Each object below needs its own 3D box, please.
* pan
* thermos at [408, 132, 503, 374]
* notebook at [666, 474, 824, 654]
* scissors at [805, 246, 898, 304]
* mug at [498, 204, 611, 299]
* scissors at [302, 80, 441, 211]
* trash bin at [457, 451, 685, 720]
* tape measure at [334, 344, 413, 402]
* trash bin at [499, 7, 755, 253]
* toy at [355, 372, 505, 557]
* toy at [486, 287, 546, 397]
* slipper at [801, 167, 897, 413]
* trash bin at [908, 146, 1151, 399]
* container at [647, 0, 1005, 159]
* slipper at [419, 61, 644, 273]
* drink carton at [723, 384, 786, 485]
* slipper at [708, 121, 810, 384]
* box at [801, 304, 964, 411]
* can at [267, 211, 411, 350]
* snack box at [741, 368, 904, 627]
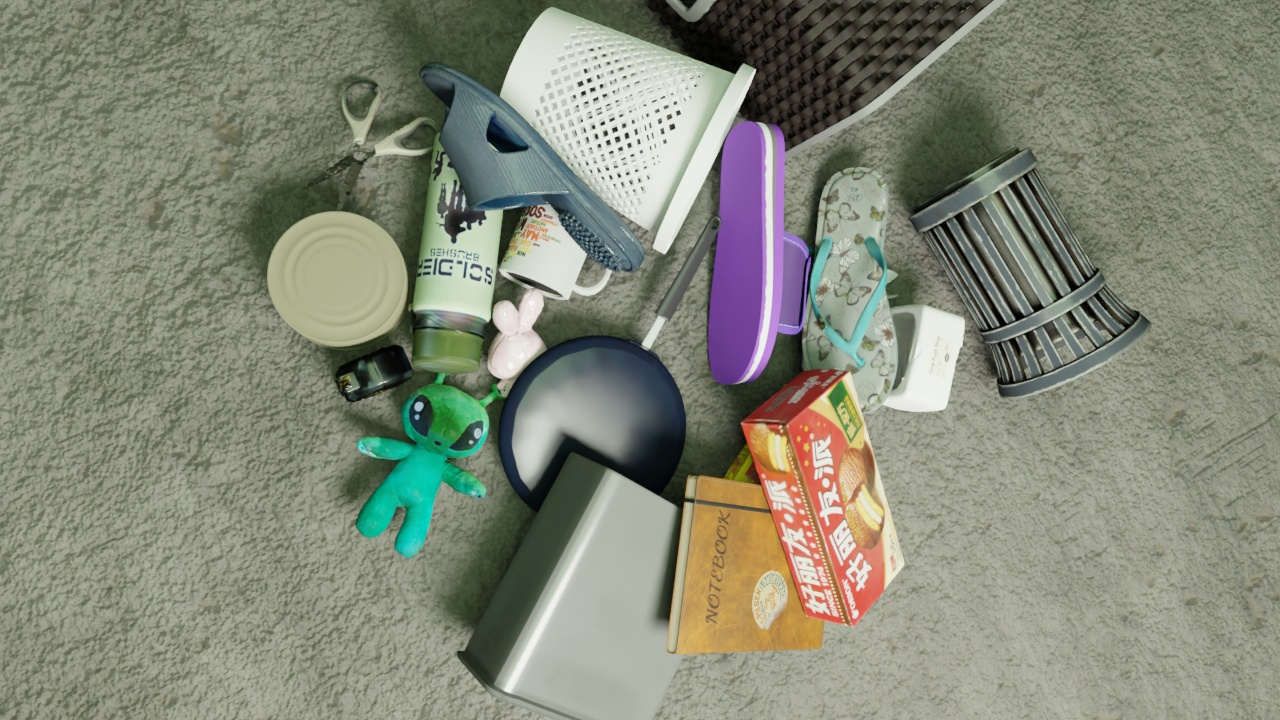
[{"bbox_3d":[-0.006,0.006,0.936,0.198,0.021,0.356,31,86,-21],"label":"pan"},{"bbox_3d":[-0.181,-0.102,0.897,0.082,0.082,0.231,7,82,-11],"label":"thermos"},{"bbox_3d":[0.125,0.200,0.921,0.249,0.014,0.178,16,79,-44],"label":"notebook"},{"bbox_3d":[0.207,-0.089,1.012,0.156,0.019,0.124,42,81,-6],"label":"scissors"},{"bbox_3d":[-0.077,-0.111,0.926,0.105,0.073,0.089,23,83,-10],"label":"mug"},{"bbox_3d":[-0.260,-0.211,0.895,0.162,0.013,0.158,-5,65,-29],"label":"scissors"},{"bbox_3d":[-0.035,0.230,0.884,0.191,0.098,0.219,33,80,-30],"label":"trash bin"},{"bbox_3d":[-0.259,0.012,0.888,0.072,0.071,0.042,-22,89,-18],"label":"tape measure"},{"bbox_3d":[-0.022,-0.237,0.897,0.199,0.195,0.195,27,82,0],"label":"trash bin"},{"bbox_3d":[-0.207,0.092,0.899,0.130,0.072,0.193,28,73,-11],"label":"toy"},{"bbox_3d":[-0.124,-0.017,0.918,0.063,0.047,0.110,-18,126,-41],"label":"toy"},{"bbox_3d":[0.211,-0.079,0.955,0.098,0.054,0.268,-6,74,29],"label":"slipper"},{"bbox_3d":[0.405,-0.098,0.984,0.164,0.164,0.227,-31,90,-11],"label":"trash bin"},{"bbox_3d":[0.183,-0.380,0.907,0.245,0.247,0.243,-41,99,-10],"label":"container"},{"bbox_3d":[-0.112,-0.157,0.833,0.263,0.101,0.082,43,79,-10],"label":"slipper"},{"bbox_3d":[0.146,0.096,0.979,0.058,0.043,0.134,36,82,-9],"label":"drink carton"},{"bbox_3d":[0.136,-0.106,0.948,0.084,0.107,0.266,0,94,-24],"label":"slipper"},{"bbox_3d":[0.247,-0.014,0.984,0.136,0.128,0.108,19,83,-20],"label":"box"},{"bbox_3d":[-0.287,-0.075,0.882,0.127,0.073,0.127,1,87,-12],"label":"can"},{"bbox_3d":[0.189,0.138,0.928,0.112,0.060,0.236,-34,112,-37],"label":"snack box"}]
